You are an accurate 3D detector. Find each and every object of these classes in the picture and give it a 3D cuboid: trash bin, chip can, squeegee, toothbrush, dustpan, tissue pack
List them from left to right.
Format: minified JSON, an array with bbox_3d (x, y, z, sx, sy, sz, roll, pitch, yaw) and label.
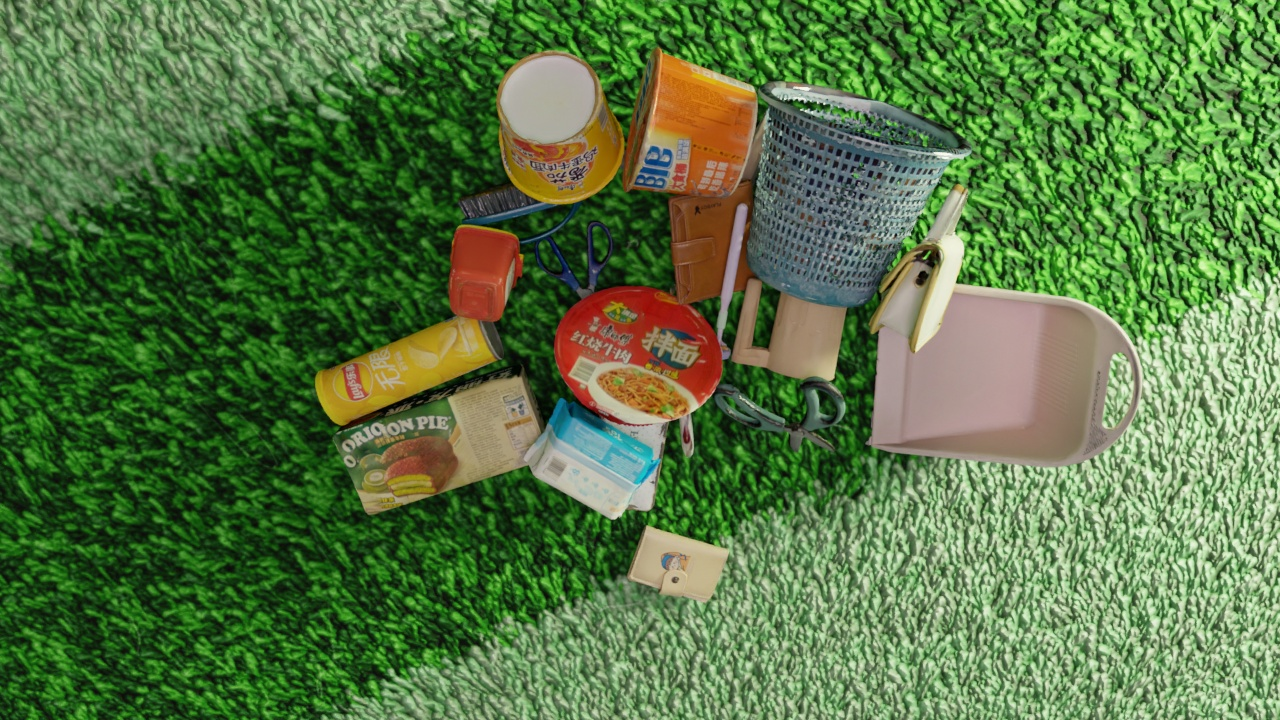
[{"bbox_3d":[-0.273,0.007,1.088,0.213,0.072,0.072,-22,105,5],"label":"chip can"},{"bbox_3d":[-0.056,0.115,1.071,0.140,0.063,0.090,31,102,-9],"label":"tissue pack"},{"bbox_3d":[0.008,-0.219,1.050,0.249,0.040,0.248,21,105,-7],"label":"squeegee"},{"bbox_3d":[0.053,0.033,1.133,0.016,0.017,0.188,-6,105,-1],"label":"toothbrush"},{"bbox_3d":[0.105,-0.089,1.061,0.021,0.029,0.189,11,115,11],"label":"toothbrush"},{"bbox_3d":[0.210,-0.174,0.994,0.226,0.226,0.195,13,118,-5],"label":"trash bin"},{"bbox_3d":[0.420,0.019,1.078,0.273,0.138,0.223,-3,106,-1],"label":"dustpan"}]

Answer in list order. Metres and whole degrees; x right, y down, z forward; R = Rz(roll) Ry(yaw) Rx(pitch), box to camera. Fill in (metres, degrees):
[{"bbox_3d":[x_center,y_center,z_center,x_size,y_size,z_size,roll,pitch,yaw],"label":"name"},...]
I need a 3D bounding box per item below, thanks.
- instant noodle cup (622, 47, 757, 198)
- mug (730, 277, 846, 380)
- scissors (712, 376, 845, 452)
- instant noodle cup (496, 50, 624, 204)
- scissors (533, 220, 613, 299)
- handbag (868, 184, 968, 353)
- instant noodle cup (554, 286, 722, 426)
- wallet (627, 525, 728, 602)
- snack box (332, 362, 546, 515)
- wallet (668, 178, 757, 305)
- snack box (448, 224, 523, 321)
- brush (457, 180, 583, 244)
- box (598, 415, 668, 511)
[{"bbox_3d":[0.052,-0.240,0.965,0.111,0.151,0.151,10,105,-10],"label":"instant noodle cup"},{"bbox_3d":[0.178,-0.040,1.085,0.124,0.084,0.103,10,104,1],"label":"mug"},{"bbox_3d":[0.178,0.057,1.094,0.170,0.019,0.180,30,147,-7],"label":"scissors"},{"bbox_3d":[-0.090,-0.250,0.973,0.138,0.110,0.138,-1,75,4],"label":"instant noodle cup"},{"bbox_3d":[-0.072,-0.087,1.099,0.157,0.012,0.165,20,105,-9],"label":"scissors"},{"bbox_3d":[0.313,-0.108,1.002,0.063,0.163,0.179,23,110,21],"label":"handbag"},{"bbox_3d":[-0.006,0.006,1.056,0.194,0.193,0.066,9,142,-4],"label":"instant noodle cup"},{"bbox_3d":[0.047,0.270,1.199,0.115,0.024,0.087,17,106,-8],"label":"wallet"},{"bbox_3d":[-0.238,0.096,1.119,0.240,0.063,0.114,-18,105,4],"label":"snack box"},{"bbox_3d":[0.078,-0.135,1.059,0.119,0.035,0.131,-17,118,-19],"label":"wallet"},{"bbox_3d":[-0.177,-0.096,1.034,0.082,0.080,0.091,9,144,-4],"label":"snack box"},{"bbox_3d":[-0.134,-0.171,1.050,0.144,0.055,0.073,-14,104,2],"label":"brush"},{"bbox_3d":[-0.013,0.104,1.133,0.090,0.059,0.184,10,107,-4],"label":"box"}]
